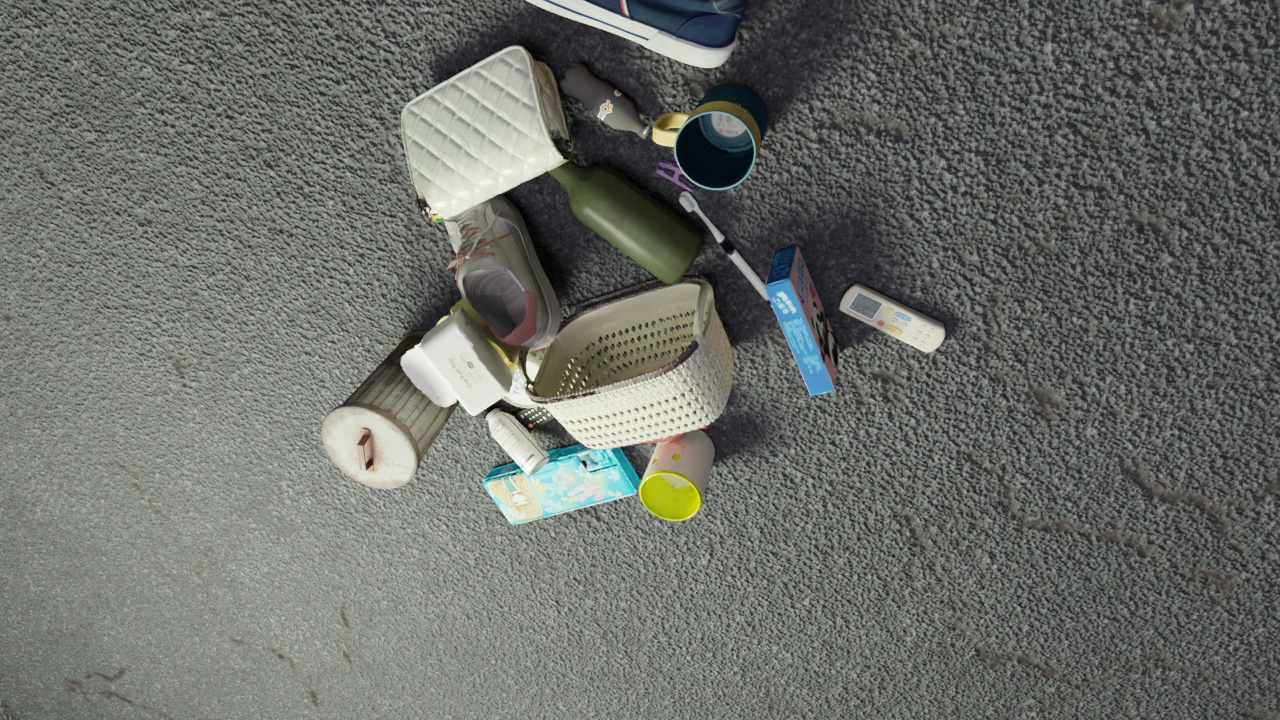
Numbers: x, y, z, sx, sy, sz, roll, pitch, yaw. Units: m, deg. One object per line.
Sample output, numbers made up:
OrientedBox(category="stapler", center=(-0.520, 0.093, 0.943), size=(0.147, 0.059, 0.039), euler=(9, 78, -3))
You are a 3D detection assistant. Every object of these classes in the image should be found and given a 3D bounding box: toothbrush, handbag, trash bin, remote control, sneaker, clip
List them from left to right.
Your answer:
OrientedBox(category="trash bin", center=(-0.318, 0.064, 1.217), size=(0.131, 0.210, 0.131), euler=(8, 124, 12))
OrientedBox(category="sneaker", center=(-0.180, -0.119, 1.077), size=(0.099, 0.089, 0.236), euler=(-34, 79, 18))
OrientedBox(category="handbag", center=(-0.171, -0.249, 1.026), size=(0.195, 0.072, 0.138), euler=(-18, 79, 27))
OrientedBox(category="handbag", center=(-0.189, -0.036, 1.169), size=(0.111, 0.119, 0.081), euler=(24, 120, 3))
OrientedBox(category="remote control", center=(-0.117, 0.058, 1.270), size=(0.147, 0.015, 0.033), euler=(-29, 110, 31))
OrientedBox(category="sneaker", center=(-0.028, -0.401, 0.885), size=(0.294, 0.120, 0.128), euler=(22, 139, -1))
OrientedBox(category="clip", center=(0.042, -0.211, 1.044), size=(0.051, 0.013, 0.033), euler=(21, 125, 6))
OrientedBox(category="toothbrush", center=(0.107, -0.124, 1.077), size=(0.187, 0.017, 0.012), euler=(48, 137, -16))
OrientedBox(category="remote control", center=(0.294, -0.049, 1.068), size=(0.125, 0.018, 0.038), euler=(26, 126, 0))

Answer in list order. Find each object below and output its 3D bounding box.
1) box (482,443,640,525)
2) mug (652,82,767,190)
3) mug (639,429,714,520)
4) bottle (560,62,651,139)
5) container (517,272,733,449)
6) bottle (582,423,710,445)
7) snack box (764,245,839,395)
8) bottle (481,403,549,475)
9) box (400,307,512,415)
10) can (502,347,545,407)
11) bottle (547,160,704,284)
OrientedBox(category="box", center=(-0.118, 0.177, 1.335), size=(0.227, 0.039, 0.094), euler=(-18, 115, 27))
OrientedBox(category="mug", center=(0.072, -0.239, 0.957), size=(0.114, 0.107, 0.083), euler=(10, 127, 11))
OrientedBox(category="mug", center=(0.051, 0.148, 1.221), size=(0.082, 0.105, 0.083), euler=(8, 125, 12))
OrientedBox(category="bottle", center=(-0.036, -0.281, 1.006), size=(0.110, 0.036, 0.036), euler=(35, 126, -7))
OrientedBox(category="container", center=(-0.007, 0.006, 1.106), size=(0.252, 0.184, 0.143), euler=(-15, 126, 26))
OrientedBox(category="bottle", center=(0.005, 0.079, 1.216), size=(0.177, 0.062, 0.062), euler=(-6, 120, 21))
OrientedBox(category="snack box", center=(0.190, -0.046, 1.060), size=(0.033, 0.087, 0.154), euler=(-15, 116, 24))
OrientedBox(category="bottle", center=(-0.180, 0.108, 1.293), size=(0.116, 0.041, 0.041), euler=(46, 127, 13))
OrientedBox(category="box", center=(-0.218, 0.003, 1.092), size=(0.111, 0.101, 0.189), euler=(56, 163, -13))
OrientedBox(category="can", center=(-0.155, 0.019, 1.239), size=(0.086, 0.043, 0.086), euler=(7, 123, 11))
OrientedBox(category="bottle", center=(-0.026, -0.173, 1.054), size=(0.207, 0.071, 0.072), euler=(36, 126, -7))
